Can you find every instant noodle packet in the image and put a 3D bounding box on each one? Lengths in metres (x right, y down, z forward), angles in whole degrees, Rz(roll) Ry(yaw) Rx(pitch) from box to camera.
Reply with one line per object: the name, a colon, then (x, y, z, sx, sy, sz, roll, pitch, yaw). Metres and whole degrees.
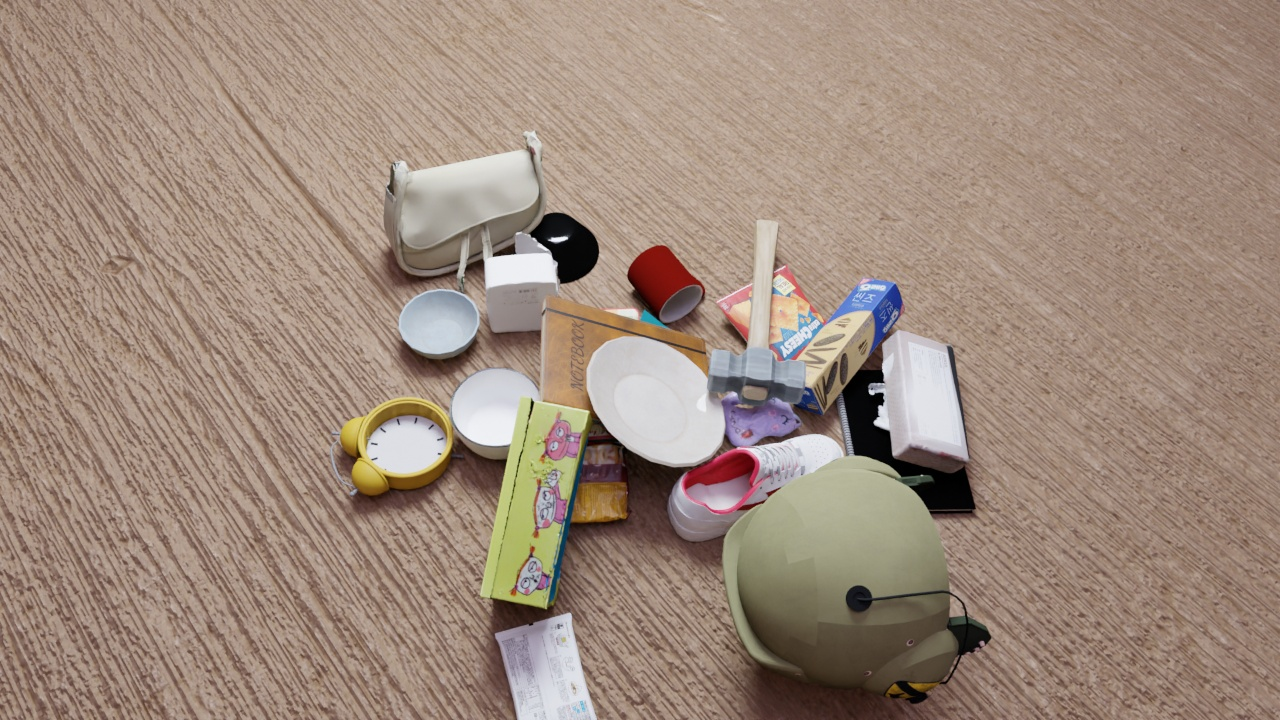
instant noodle packet: (-0.080, 0.148, 1.113, 0.135, 0.040, 0.098, -1, 76, -4)
instant noodle packet: (-0.102, 0.349, 0.998, 0.087, 0.026, 0.134, -13, 58, -12)

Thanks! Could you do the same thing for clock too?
clock: (-0.302, 0.107, 1.131, 0.151, 0.052, 0.113, -16, 59, -19)

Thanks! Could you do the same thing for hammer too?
hammer: (0.162, -0.077, 1.228, 0.117, 0.051, 0.321, 8, 48, 3)

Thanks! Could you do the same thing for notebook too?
notebook: (-0.009, 0.008, 1.168, 0.249, 0.014, 0.178, 15, 51, -23)
notebook: (0.338, 0.102, 1.195, 0.149, 0.016, 0.206, 0, 57, -5)

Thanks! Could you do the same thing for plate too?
plate: (0.016, 0.053, 1.113, 0.188, 0.027, 0.188, 18, 46, -20)

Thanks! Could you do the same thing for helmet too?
helmet: (0.204, 0.228, 0.947, 0.232, 0.256, 0.249, -4, 56, -10)

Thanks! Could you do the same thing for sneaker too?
sneaker: (0.148, 0.136, 1.106, 0.236, 0.104, 0.090, -16, 59, -14)

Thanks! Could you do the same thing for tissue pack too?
tissue pack: (0.357, 0.053, 1.188, 0.104, 0.071, 0.181, 14, 57, -15)

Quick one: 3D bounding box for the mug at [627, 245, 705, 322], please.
mug: (0.045, -0.109, 1.288, 0.105, 0.073, 0.082, -9, 53, -44)

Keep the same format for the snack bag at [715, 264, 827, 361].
snack bag: (0.195, -0.051, 1.270, 0.130, 0.039, 0.144, -28, 72, -22)

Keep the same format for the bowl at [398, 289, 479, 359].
bowl: (-0.269, -0.042, 1.236, 0.106, 0.039, 0.106, 2, 57, -3)

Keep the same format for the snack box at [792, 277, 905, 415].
snack box: (0.272, -0.024, 1.222, 0.056, 0.057, 0.206, 17, 58, 48)

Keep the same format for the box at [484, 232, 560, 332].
box: (-0.163, -0.120, 1.254, 0.103, 0.110, 0.130, -6, 58, -8)

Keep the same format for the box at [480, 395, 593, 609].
box: (-0.115, 0.162, 1.027, 0.082, 0.124, 0.220, 13, 80, 2)

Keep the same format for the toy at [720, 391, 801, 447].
toy: (0.152, 0.070, 1.189, 0.099, 0.036, 0.080, -20, 68, -15)

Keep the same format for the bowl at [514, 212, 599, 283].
bowl: (-0.121, -0.176, 1.325, 0.124, 0.053, 0.123, 2, 57, -3)

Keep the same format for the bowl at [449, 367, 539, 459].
bowl: (-0.178, 0.073, 1.150, 0.116, 0.066, 0.116, 2, 57, -3)

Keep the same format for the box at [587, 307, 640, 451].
box: (-0.050, 0.024, 1.202, 0.117, 0.050, 0.205, -1, 56, -5)

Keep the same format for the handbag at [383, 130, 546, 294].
handbag: (-0.233, -0.201, 1.253, 0.229, 0.184, 0.131, -17, 58, -13)
